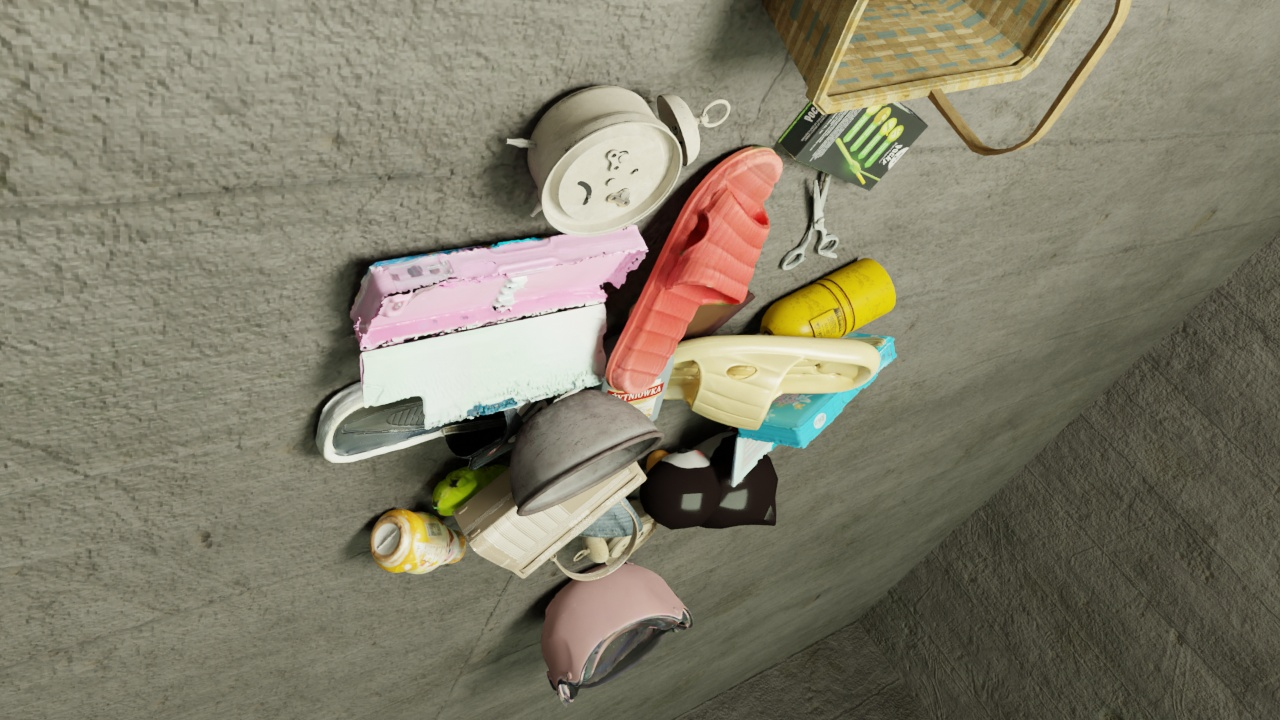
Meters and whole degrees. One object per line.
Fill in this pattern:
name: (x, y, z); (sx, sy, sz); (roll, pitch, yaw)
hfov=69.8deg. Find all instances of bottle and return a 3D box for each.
bottle: (-0.224, 0.188, 0.941); (0.063, 0.063, 0.109); (-41, 151, 11)
bottle: (0.200, -0.051, 1.030); (0.163, 0.071, 0.071); (-27, 152, -16)
bottle: (-0.005, 0.005, 0.905); (0.072, 0.046, 0.162); (-2, 144, -13)

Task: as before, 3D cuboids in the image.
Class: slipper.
slipper: (0.057, -0.070, 0.792); (0.249, 0.059, 0.103); (-59, 153, 6)
slipper: (0.133, 0.026, 0.974); (0.261, 0.079, 0.111); (-3, 148, -8)
slipper: (-0.149, 0.050, 0.810); (0.263, 0.063, 0.111); (-8, 142, -38)

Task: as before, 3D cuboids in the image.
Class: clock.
clock: (-0.039, 0.234, 1.239); (0.140, 0.054, 0.093); (-22, 151, -39)
clock: (-0.011, -0.152, 0.644); (0.157, 0.061, 0.103); (-24, 151, -6)

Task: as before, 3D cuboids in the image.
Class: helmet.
helmet: (-0.052, 0.398, 1.378); (0.230, 0.152, 0.256); (-35, 155, -7)

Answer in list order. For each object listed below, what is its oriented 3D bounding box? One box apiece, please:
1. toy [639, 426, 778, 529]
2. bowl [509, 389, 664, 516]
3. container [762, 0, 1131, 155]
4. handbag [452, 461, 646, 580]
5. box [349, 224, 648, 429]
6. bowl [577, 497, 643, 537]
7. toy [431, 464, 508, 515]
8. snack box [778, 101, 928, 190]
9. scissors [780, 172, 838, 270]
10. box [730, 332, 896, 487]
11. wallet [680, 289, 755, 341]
toy: (0.083, 0.167, 1.169); (0.183, 0.140, 0.159); (-4, 139, -45)
bowl: (-0.058, 0.073, 0.808); (0.145, 0.067, 0.145); (-28, 168, -7)
container: (0.230, -0.244, 0.625); (0.249, 0.186, 0.158); (-18, 148, -30)
handbag: (-0.065, 0.166, 0.953); (0.175, 0.062, 0.198); (-39, 132, -5)
box: (-0.112, -0.032, 0.725); (0.229, 0.063, 0.161); (-14, 138, -35)
bowl: (-0.062, 0.161, 1.069); (0.136, 0.137, 0.057); (2, 95, -50)
toy: (-0.174, 0.131, 0.941); (0.093, 0.036, 0.094); (-24, 158, -31)
snack box: (0.194, -0.205, 0.826); (0.147, 0.025, 0.080); (4, 134, -51)
scissors: (0.188, -0.142, 0.934); (0.117, 0.014, 0.162); (-16, 151, -31)
box: (0.195, 0.045, 1.118); (0.226, 0.085, 0.171); (-36, 177, -38)
wallet: (0.066, -0.052, 0.938); (0.091, 0.018, 0.115); (-41, 154, 10)
